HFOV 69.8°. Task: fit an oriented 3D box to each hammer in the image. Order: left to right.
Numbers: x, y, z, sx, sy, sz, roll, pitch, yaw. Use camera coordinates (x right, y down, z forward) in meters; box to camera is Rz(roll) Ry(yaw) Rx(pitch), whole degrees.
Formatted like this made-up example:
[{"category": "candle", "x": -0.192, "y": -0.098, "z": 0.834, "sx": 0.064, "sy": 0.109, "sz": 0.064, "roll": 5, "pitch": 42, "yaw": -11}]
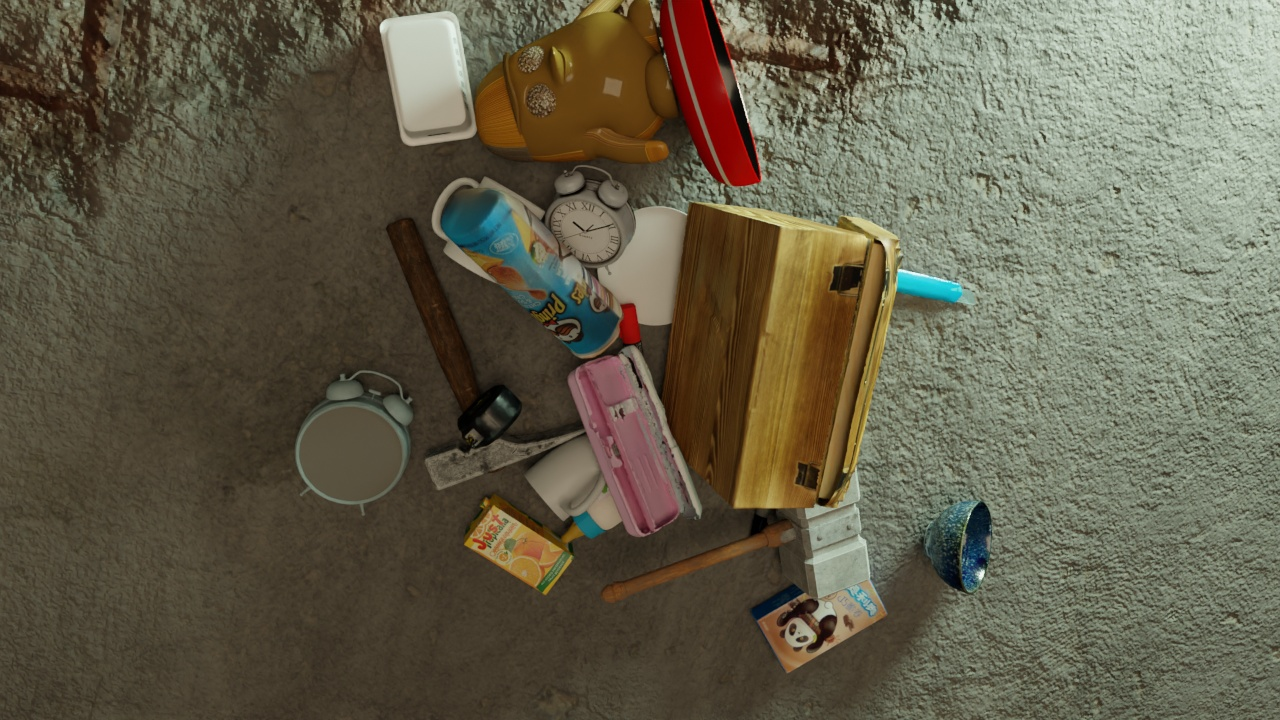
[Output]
[{"category": "hammer", "x": -0.176, "y": -0.025, "z": 1.020, "sx": 0.217, "sy": 0.037, "sz": 0.301, "roll": -20, "pitch": 104, "yaw": -4}, {"category": "hammer", "x": 0.103, "y": 0.220, "z": 1.061, "sx": 0.317, "sy": 0.083, "sz": 0.163, "roll": -16, "pitch": 107, "yaw": -16}]

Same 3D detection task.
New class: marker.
[{"category": "marker", "x": -0.006, "y": 0.006, "z": 1.053, "sx": 0.023, "sy": 0.021, "sz": 0.145, "roll": 2, "pitch": 113, "yaw": 27}, {"category": "marker", "x": 0.157, "y": 0.168, "z": 1.126, "sx": 0.022, "sy": 0.016, "sz": 0.139, "roll": 6, "pitch": 102, "yaw": -39}]

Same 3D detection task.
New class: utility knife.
[{"category": "utility knife", "x": 0.323, "y": -0.089, "z": 1.090, "sx": 0.173, "sy": 0.015, "sz": 0.031, "roll": 11, "pitch": 104, "yaw": -11}]

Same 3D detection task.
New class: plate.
[{"category": "plate", "x": 0.018, "y": -0.107, "z": 1.042, "sx": 0.134, "sy": 0.011, "sz": 0.134, "roll": -2, "pitch": 103, "yaw": -8}]

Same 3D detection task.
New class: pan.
[{"category": "pan", "x": 0.059, "y": -0.345, "z": 0.927, "sx": 0.067, "sy": 0.208, "sz": 0.356, "roll": -16, "pitch": 80, "yaw": 14}]

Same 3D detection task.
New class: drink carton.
[{"category": "drink carton", "x": -0.145, "y": 0.214, "z": 1.077, "sx": 0.122, "sy": 0.041, "sz": 0.058, "roll": 36, "pitch": 95, "yaw": -14}]

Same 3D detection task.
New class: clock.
[{"category": "clock", "x": -0.315, "y": 0.087, "z": 1.020, "sx": 0.122, "sy": 0.045, "sz": 0.159, "roll": 21, "pitch": 100, "yaw": -13}, {"category": "clock", "x": -0.054, "y": -0.152, "z": 0.971, "sx": 0.094, "sy": 0.035, "sz": 0.123, "roll": 15, "pitch": 135, "yaw": 8}]

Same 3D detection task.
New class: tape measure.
[{"category": "tape measure", "x": -0.163, "y": 0.060, "z": 0.986, "sx": 0.072, "sy": 0.071, "sz": 0.042, "roll": -42, "pitch": 101, "yaw": -4}]

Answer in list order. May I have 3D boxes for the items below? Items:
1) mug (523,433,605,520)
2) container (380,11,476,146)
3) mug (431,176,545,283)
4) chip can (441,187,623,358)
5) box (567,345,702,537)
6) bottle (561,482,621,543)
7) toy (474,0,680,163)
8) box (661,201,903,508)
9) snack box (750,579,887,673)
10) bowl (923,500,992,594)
[{"category": "mug", "x": -0.070, "y": 0.133, "z": 1.037, "sx": 0.089, "sy": 0.107, "sz": 0.071, "roll": -40, "pitch": 120, "yaw": -7}, {"category": "container", "x": -0.219, "y": -0.291, "z": 0.944, "sx": 0.080, "sy": 0.049, "sz": 0.129, "roll": -10, "pitch": 104, "yaw": -6}, {"category": "mug", "x": -0.171, "y": -0.147, "z": 0.980, "sx": 0.110, "sy": 0.073, "sz": 0.090, "roll": 32, "pitch": 97, "yaw": 12}, {"category": "chip can", "x": -0.103, "y": -0.091, "z": 0.942, "sx": 0.080, "sy": 0.080, "sz": 0.229, "roll": -43, "pitch": 136, "yaw": 2}, {"category": "box", "x": 0.007, "y": 0.084, "z": 0.999, "sx": 0.087, "sy": 0.096, "sz": 0.202, "roll": -20, "pitch": 88, "yaw": -48}, {"category": "bottle", "x": -0.036, "y": 0.167, "z": 1.077, "sx": 0.146, "sy": 0.051, "sz": 0.051, "roll": -39, "pitch": 105, "yaw": 2}, {"category": "toy", "x": -0.072, "y": -0.271, "z": 0.924, "sx": 0.203, "sy": 0.162, "sz": 0.198, "roll": -15, "pitch": 73, "yaw": 7}, {"category": "box", "x": 0.169, "y": -0.010, "z": 0.959, "sx": 0.215, "sy": 0.257, "sz": 0.279, "roll": 5, "pitch": 104, "yaw": -18}, {"category": "snack box", "x": 0.225, "y": 0.318, "z": 1.159, "sx": 0.151, "sy": 0.034, "sz": 0.087, "roll": -30, "pitch": 105, "yaw": -2}, {"category": "bowl", "x": 0.390, "y": 0.228, "z": 1.143, "sx": 0.114, "sy": 0.061, "sz": 0.114, "roll": -6, "pitch": 97, "yaw": -50}]
